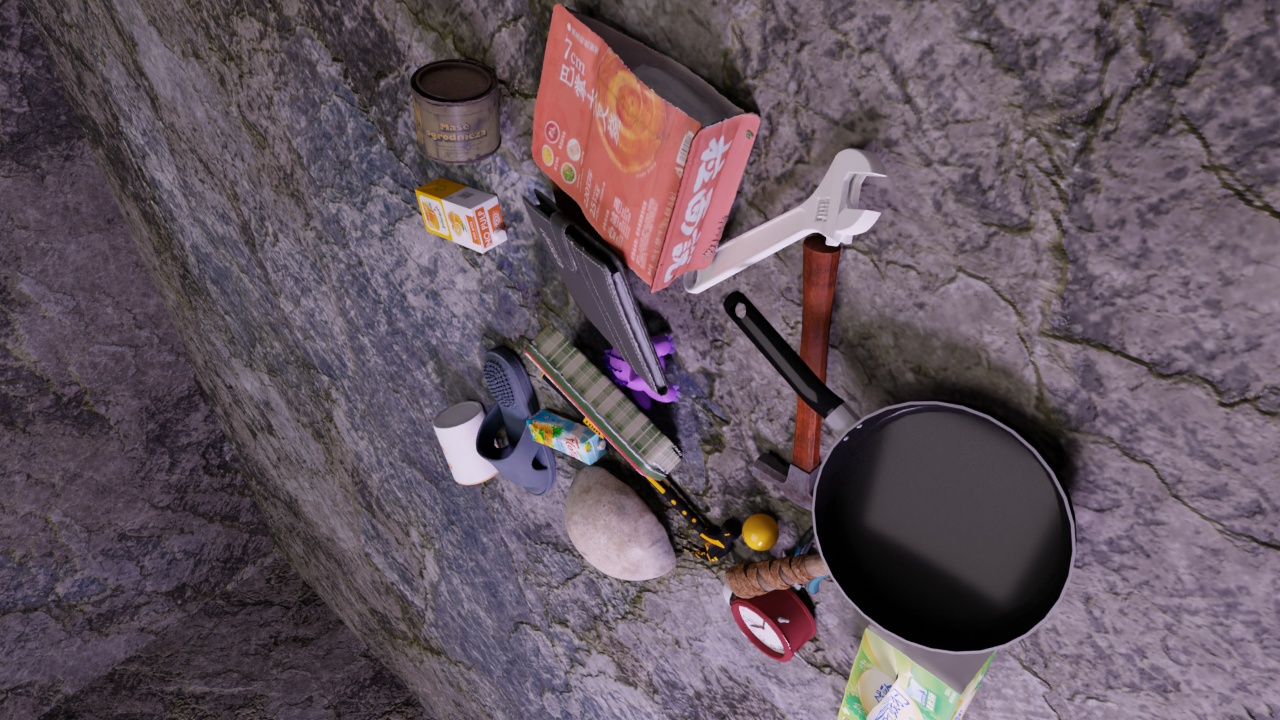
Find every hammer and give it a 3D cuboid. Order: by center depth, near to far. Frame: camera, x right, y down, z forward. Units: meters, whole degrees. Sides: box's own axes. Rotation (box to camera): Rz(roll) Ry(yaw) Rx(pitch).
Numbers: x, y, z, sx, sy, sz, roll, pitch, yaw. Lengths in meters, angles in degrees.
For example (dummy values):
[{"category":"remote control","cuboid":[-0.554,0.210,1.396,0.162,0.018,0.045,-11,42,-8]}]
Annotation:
[{"category":"hammer","cuboid":[0.156,0.022,0.833,0.111,0.028,0.301,30,140,35]},{"category":"hammer","cuboid":[0.190,0.201,0.909,0.121,0.048,0.320,54,142,-4]},{"category":"hammer","cuboid":[-0.007,0.120,1.129,0.320,0.036,0.124,46,148,10]}]

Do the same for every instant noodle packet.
[{"category":"instant noodle packet","cuboid":[-0.022,-0.190,0.806,0.221,0.083,0.165,41,138,25]}]

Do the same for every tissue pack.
[{"category":"tissue pack","cuboid":[0.247,0.337,0.894,0.120,0.141,0.198,28,139,35]}]

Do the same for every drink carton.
[{"category":"drink carton","cuboid":[-0.217,-0.177,1.117,0.123,0.040,0.059,24,137,39]},{"category":"drink carton","cuboid":[-0.098,0.101,1.220,0.129,0.038,0.044,16,131,45]}]

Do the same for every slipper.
[{"category":"slipper","cuboid":[-0.189,0.106,1.304,0.101,0.082,0.264,23,136,37]}]

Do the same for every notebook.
[{"category":"notebook","cuboid":[-0.047,-0.075,0.921,0.209,0.029,0.169,42,162,50]}]

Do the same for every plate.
[{"category":"plate","cuboid":[-0.037,-0.157,0.918,0.131,0.025,0.131,33,142,30]}]

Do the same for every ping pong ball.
[{"category":"ping pong ball","cuboid":[0.131,0.187,1.001,0.040,0.040,0.040,33,142,31]}]

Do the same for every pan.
[{"category":"pan","cuboid":[0.194,0.074,0.757,0.355,0.044,0.205,51,121,16]}]

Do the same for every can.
[{"category":"can","cuboid":[-0.193,-0.262,0.963,0.090,0.089,0.075,36,143,26]}]

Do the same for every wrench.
[{"category":"wrench","cuboid":[0.107,-0.103,0.769,0.274,0.018,0.066,-22,67,60]}]

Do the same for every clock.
[{"category":"clock","cuboid":[0.146,0.296,1.066,0.138,0.048,0.096,8,130,55]}]

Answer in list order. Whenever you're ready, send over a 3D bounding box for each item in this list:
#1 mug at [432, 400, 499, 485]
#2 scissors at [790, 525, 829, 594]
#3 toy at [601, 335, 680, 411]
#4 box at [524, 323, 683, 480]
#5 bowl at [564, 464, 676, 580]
[{"category":"mug","cuboid":[-0.266,0.127,1.420,0.082,0.082,0.105,14,129,46]},{"category":"scissors","cuboid":[0.183,0.226,0.990,0.144,0.019,0.126,0,120,54]},{"category":"toy","cuboid":[-0.006,0.006,0.996,0.088,0.055,0.106,24,127,56]},{"category":"box","cuboid":[-0.040,0.051,1.048,0.205,0.050,0.118,45,176,14]},{"category":"bowl","cuboid":[-0.042,0.230,1.208,0.178,0.081,0.179,37,151,24]}]
